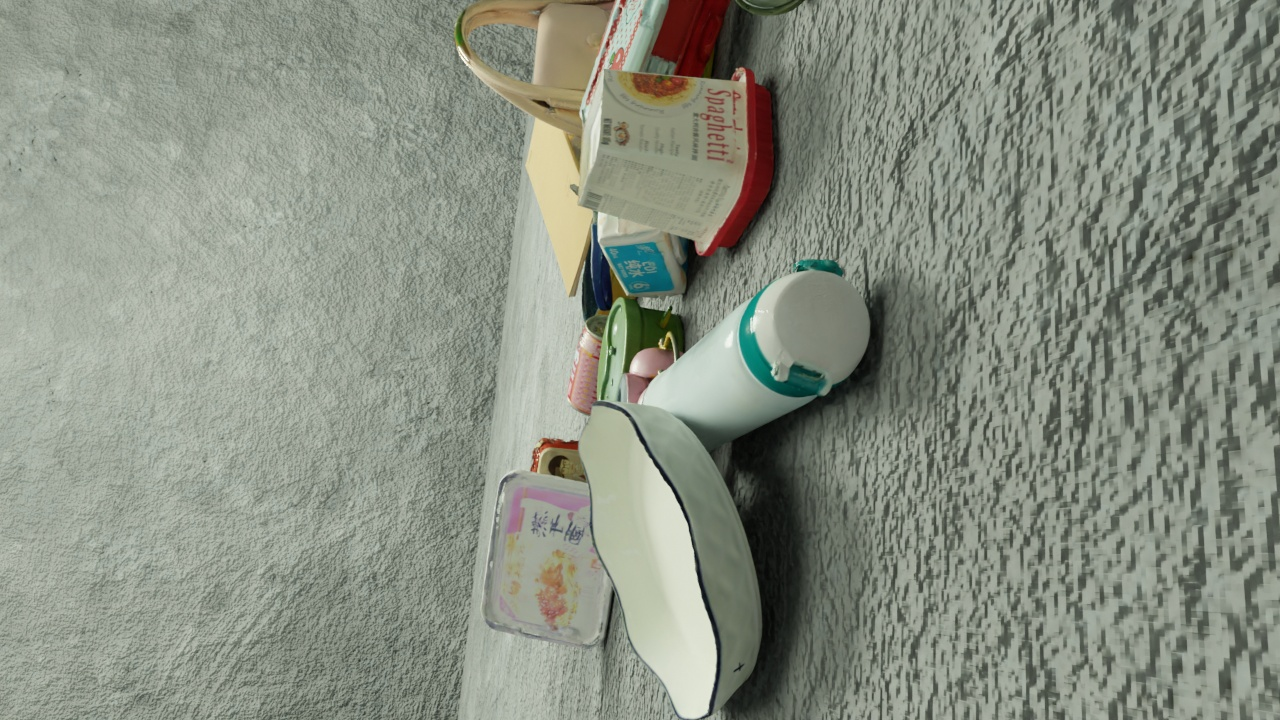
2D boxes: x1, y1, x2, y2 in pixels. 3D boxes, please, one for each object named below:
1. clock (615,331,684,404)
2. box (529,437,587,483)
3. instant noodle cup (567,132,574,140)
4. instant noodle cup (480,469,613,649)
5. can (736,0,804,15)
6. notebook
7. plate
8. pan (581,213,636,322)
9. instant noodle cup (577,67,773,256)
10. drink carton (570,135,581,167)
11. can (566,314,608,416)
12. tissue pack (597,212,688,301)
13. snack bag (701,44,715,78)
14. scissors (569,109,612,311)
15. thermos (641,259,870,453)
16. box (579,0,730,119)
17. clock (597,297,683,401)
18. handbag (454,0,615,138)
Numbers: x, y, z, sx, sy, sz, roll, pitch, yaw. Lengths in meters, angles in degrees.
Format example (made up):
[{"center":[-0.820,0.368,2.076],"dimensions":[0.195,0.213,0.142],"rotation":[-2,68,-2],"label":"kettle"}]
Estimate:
[{"center":[0.013,0.053,0.719],"dimensions":[0.117,0.060,0.159],"rotation":[-99,14,-63],"label":"clock"},{"center":[-0.092,0.176,1.054],"dimensions":[0.077,0.091,0.168],"rotation":[-155,73,-73],"label":"box"},{"center":[-0.070,-0.273,1.204],"dimensions":[0.124,0.116,0.116],"rotation":[99,174,-67],"label":"instant noodle cup"},{"center":[-0.089,0.205,0.973],"dimensions":[0.060,0.138,0.173],"rotation":[-16,-65,-80],"label":"instant noodle cup"},{"center":[0.087,-0.311,0.633],"dimensions":[0.058,0.058,0.146],"rotation":[120,154,-60],"label":"can"},{"center":[-0.095,-0.202,1.067],"dimensions":[0.150,0.012,0.211],"rotation":[113,143,-55],"label":"notebook"},{"center":[0.017,0.121,0.585],"dimensions":[0.205,0.045,0.205],"rotation":[165,90,-70],"label":"plate"},{"center":[-0.034,-0.118,1.002],"dimensions":[0.357,0.078,0.198],"rotation":[-125,44,-72],"label":"pan"},{"center":[0.022,-0.152,0.676],"dimensions":[0.117,0.124,0.116],"rotation":[122,152,-61],"label":"instant noodle cup"},{"center":[-0.040,-0.276,1.100],"dimensions":[0.122,0.045,0.054],"rotation":[-57,1,-24],"label":"drink carton"},{"center":[-0.038,0.006,0.976],"dimensions":[0.066,0.066,0.094],"rotation":[-104,24,-58],"label":"can"},{"center":[0.007,-0.118,0.791],"dimensions":[0.140,0.063,0.089],"rotation":[59,-149,-66],"label":"tissue pack"},{"center":[0.025,-0.300,0.877],"dimensions":[0.158,0.068,0.246],"rotation":[-155,73,-77],"label":"snack bag"},{"center":[-0.036,-0.123,0.776],"dimensions":[0.173,0.012,0.162],"rotation":[-22,-70,-79],"label":"scissors"},{"center":[0.062,0.006,0.546],"dimensions":[0.225,0.073,0.073],"rotation":[135,141,-69],"label":"thermos"},{"center":[0.016,-0.278,0.741],"dimensions":[0.098,0.095,0.201],"rotation":[-52,-16,-81],"label":"box"},{"center":[-0.005,0.005,0.857],"dimensions":[0.161,0.056,0.116],"rotation":[159,118,-75],"label":"clock"},{"center":[-0.090,-0.339,1.023],"dimensions":[0.094,0.234,0.193],"rotation":[114,159,-54],"label":"handbag"}]
